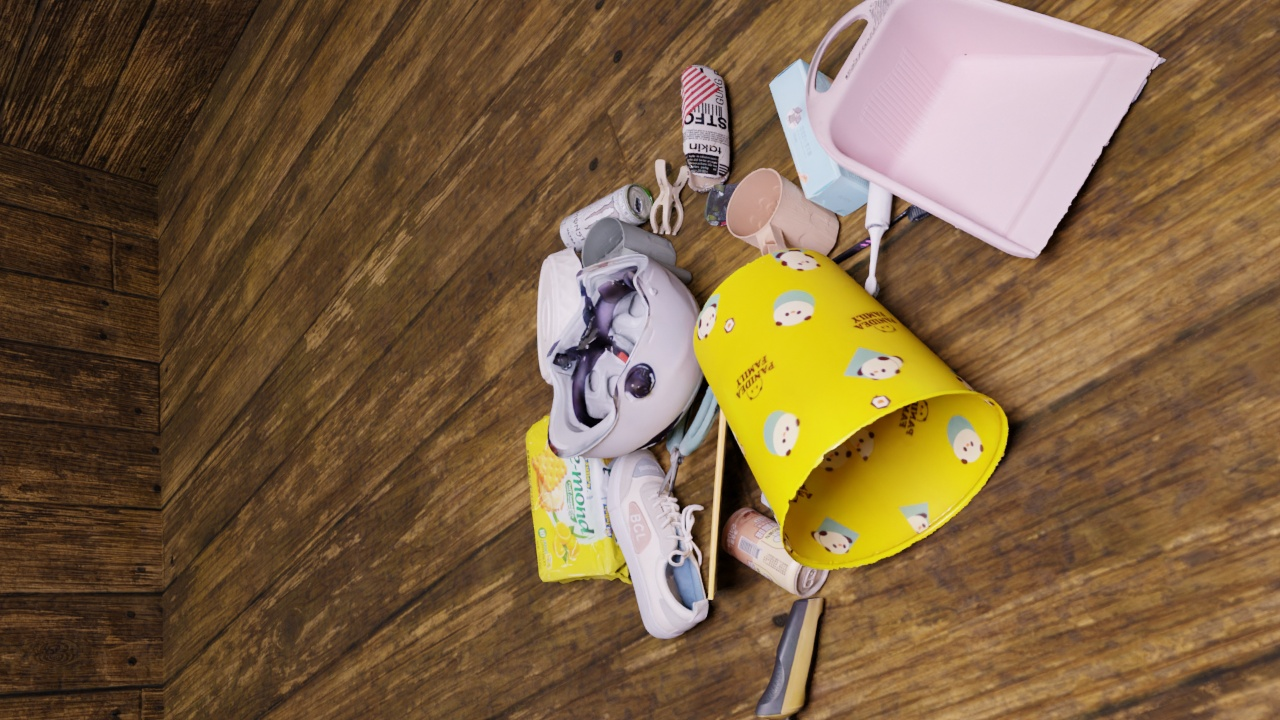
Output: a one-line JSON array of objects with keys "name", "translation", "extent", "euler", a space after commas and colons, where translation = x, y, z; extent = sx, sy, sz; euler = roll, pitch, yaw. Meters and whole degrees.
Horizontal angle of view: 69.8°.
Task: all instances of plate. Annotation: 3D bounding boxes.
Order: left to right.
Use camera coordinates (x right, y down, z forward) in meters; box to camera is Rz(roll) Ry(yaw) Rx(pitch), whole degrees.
[{"name": "plate", "translation": [-0.115, -0.058, 1.303], "extent": [0.205, 0.045, 0.205], "euler": [179, 91, -76]}]

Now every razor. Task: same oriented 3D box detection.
[{"name": "razor", "translation": [0.166, 0.333, 0.976], "extent": [0.068, 0.062, 0.167], "euler": [12, 83, 18]}]

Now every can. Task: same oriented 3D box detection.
[{"name": "can", "translation": [-0.050, -0.204, 1.326], "extent": [0.147, 0.058, 0.058], "euler": [-18, 67, 43]}, {"name": "can", "translation": [0.147, 0.210, 1.014], "extent": [0.116, 0.058, 0.058], "euler": [24, 98, 47]}]

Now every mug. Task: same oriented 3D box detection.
[{"name": "mug", "translation": [-0.002, -0.134, 1.225], "extent": [0.124, 0.103, 0.084], "euler": [29, 101, 45]}, {"name": "mug", "translation": [0.167, -0.144, 1.034], "extent": [0.084, 0.103, 0.124], "euler": [-41, 44, 32]}]

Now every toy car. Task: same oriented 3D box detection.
[{"name": "toy car", "translation": [0.128, -0.194, 1.144], "extent": [0.121, 0.045, 0.053], "euler": [9, 85, 53]}]

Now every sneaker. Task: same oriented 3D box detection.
[{"name": "sneaker", "translation": [0.027, 0.209, 1.118], "extent": [0.091, 0.089, 0.242], "euler": [-39, 56, 44]}]

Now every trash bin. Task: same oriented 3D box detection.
[{"name": "trash bin", "translation": [0.184, 0.035, 0.908], "extent": [0.230, 0.229, 0.255], "euler": [-53, 42, 23]}]

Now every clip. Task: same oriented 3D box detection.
[{"name": "clip", "translation": [0.036, -0.221, 1.246], "extent": [0.034, 0.066, 0.099], "euler": [16, 103, 48]}]

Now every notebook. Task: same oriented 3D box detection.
[{"name": "notebook", "translation": [0.088, 0.163, 1.046], "extent": [0.010, 0.146, 0.206], "euler": [4, 80, 6]}]

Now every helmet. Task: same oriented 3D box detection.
[{"name": "helmet", "translation": [-0.007, 0.006, 1.118], "extent": [0.229, 0.145, 0.258], "euler": [5, 80, 62]}]

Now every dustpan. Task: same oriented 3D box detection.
[{"name": "dustpan", "translation": [0.300, -0.248, 0.882], "extent": [0.274, 0.138, 0.222], "euler": [28, 88, 49]}]

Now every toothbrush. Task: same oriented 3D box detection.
[{"name": "toothbrush", "translation": [0.246, -0.126, 1.024], "extent": [0.190, 0.014, 0.017], "euler": [-33, 54, 38]}, {"name": "toothbrush", "translation": [0.259, -0.171, 0.993], "extent": [0.027, 0.026, 0.220], "euler": [-3, 71, 40]}]

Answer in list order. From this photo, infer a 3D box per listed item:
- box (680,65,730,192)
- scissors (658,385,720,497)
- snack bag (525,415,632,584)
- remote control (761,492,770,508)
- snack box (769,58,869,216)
[{"name": "box", "translation": [0.082, -0.301, 1.214], "extent": [0.088, 0.076, 0.162], "euler": [128, 141, -67]}, {"name": "scissors", "translation": [0.057, 0.081, 1.119], "extent": [0.181, 0.019, 0.170], "euler": [-100, 34, -70]}, {"name": "snack bag", "translation": [-0.080, 0.182, 1.241], "extent": [0.158, 0.068, 0.246], "euler": [-20, 74, 46]}, {"name": "remote control", "translation": [0.194, 0.162, 1.004], "extent": [0.150, 0.021, 0.058], "euler": [30, 102, 46]}, {"name": "snack box", "translation": [0.208, -0.255, 1.052], "extent": [0.052, 0.074, 0.174], "euler": [-33, 57, 38]}]
